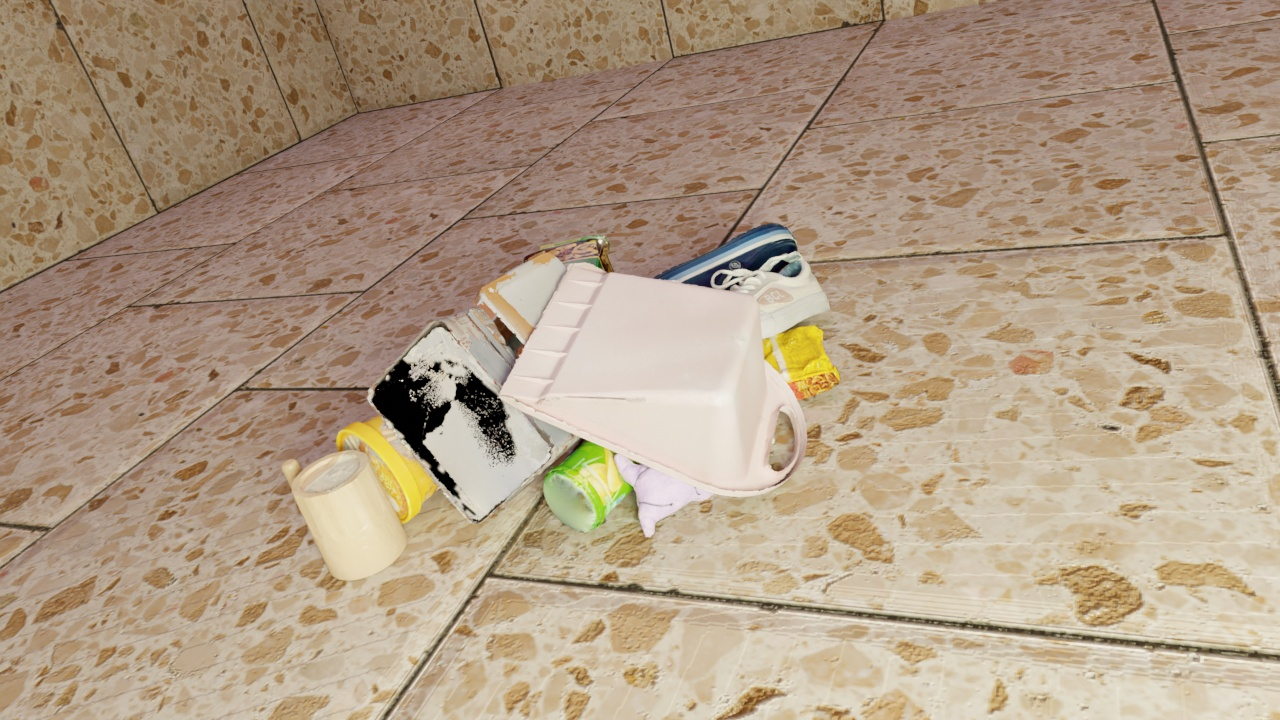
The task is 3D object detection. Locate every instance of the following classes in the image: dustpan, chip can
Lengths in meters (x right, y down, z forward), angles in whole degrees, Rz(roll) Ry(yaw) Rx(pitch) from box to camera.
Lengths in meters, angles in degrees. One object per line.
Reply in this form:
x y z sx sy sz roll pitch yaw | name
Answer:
0.025 0.029 0.900 0.274 0.139 0.221 7 41 17 | dustpan
-0.008 0.085 0.938 0.073 0.073 0.220 9 36 38 | chip can

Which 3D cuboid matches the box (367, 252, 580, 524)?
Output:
-0.134 0.030 0.941 0.157 0.180 0.226 -45 -3 39 | box

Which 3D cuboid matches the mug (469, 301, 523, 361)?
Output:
-0.196 -0.049 1.294 0.078 0.078 0.123 -26 23 -19 | mug

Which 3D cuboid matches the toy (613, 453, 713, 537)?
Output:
0.034 0.110 0.880 0.107 0.084 0.039 -22 -8 -19 | toy

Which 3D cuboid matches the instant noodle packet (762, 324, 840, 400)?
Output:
0.161 0.006 1.031 0.111 0.044 0.128 -14 25 7 | instant noodle packet

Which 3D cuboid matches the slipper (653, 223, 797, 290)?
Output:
0.097 -0.084 1.189 0.252 0.105 0.095 -29 65 -3 | slipper

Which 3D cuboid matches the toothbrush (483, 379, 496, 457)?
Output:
-0.181 0.071 1.120 0.016 0.018 0.191 4 30 -6 | toothbrush

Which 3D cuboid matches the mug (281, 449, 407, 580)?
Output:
-0.308 0.152 0.934 0.125 0.104 0.084 8 35 37 | mug

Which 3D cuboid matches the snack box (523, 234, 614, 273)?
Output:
-0.083 -0.071 1.147 0.117 0.118 0.105 -11 45 8 | snack box

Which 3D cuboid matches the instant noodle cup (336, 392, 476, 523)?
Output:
-0.245 0.096 0.991 0.119 0.118 0.114 11 36 41 | instant noodle cup

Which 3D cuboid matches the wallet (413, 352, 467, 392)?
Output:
-0.274 0.034 1.215 0.106 0.037 0.129 -30 28 -5 | wallet

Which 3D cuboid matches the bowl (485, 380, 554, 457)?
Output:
-0.142 0.054 1.057 0.118 0.065 0.118 -5 30 3 | bowl

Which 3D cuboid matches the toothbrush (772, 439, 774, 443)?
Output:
0.092 0.054 1.007 0.016 0.016 0.180 -17 26 -21 | toothbrush

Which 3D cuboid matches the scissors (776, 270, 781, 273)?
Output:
0.126 -0.105 1.293 0.171 0.012 0.140 -7 30 19 | scissors

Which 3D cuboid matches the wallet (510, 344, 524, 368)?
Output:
-0.096 -0.026 1.201 0.108 0.031 0.131 10 39 37 | wallet

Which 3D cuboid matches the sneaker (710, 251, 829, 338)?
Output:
0.135 -0.072 1.071 0.090 0.091 0.241 -17 3 45 | sneaker
